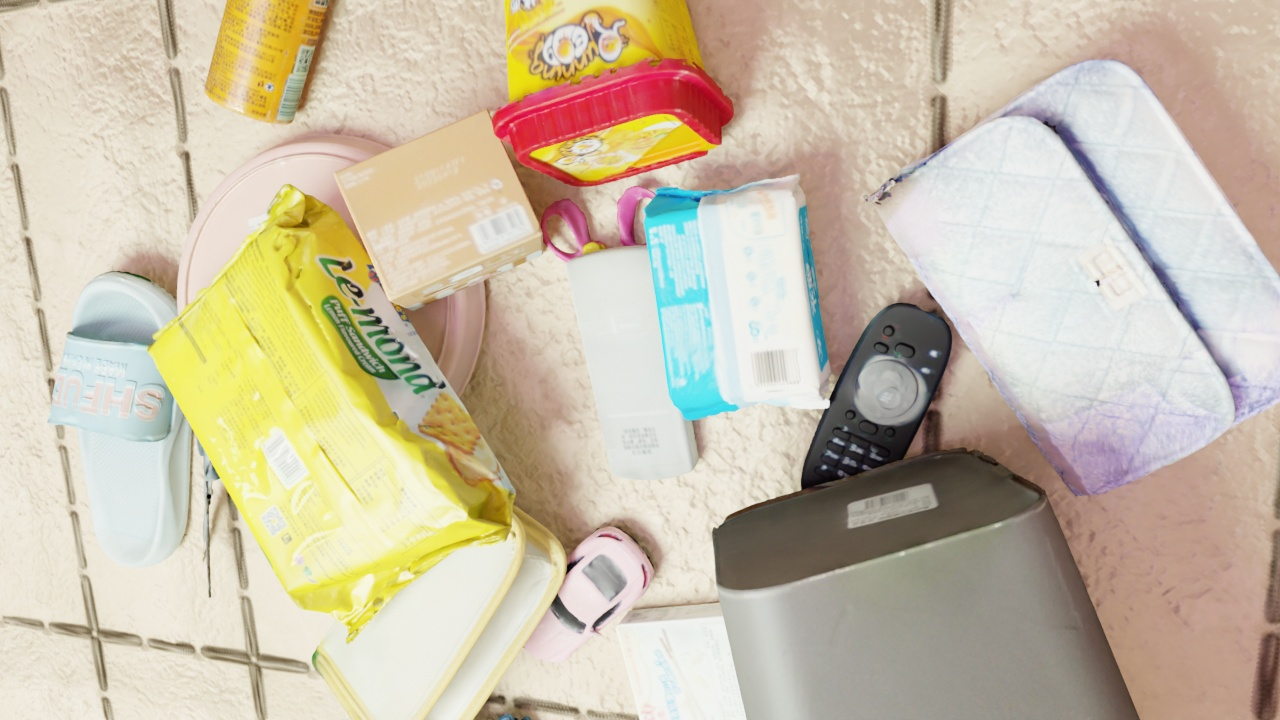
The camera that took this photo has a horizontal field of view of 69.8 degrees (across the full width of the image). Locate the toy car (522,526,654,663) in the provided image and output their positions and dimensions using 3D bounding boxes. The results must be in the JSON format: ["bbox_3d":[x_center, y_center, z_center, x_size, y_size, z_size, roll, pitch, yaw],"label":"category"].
[{"bbox_3d":[-0.042,0.161,0.620,0.056,0.037,0.123,48,113,7],"label":"toy car"}]

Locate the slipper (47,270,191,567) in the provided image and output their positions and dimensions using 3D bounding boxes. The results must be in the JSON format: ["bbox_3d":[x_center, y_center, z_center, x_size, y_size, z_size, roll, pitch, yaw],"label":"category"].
[{"bbox_3d":[-0.406,0.051,0.708,0.104,0.074,0.246,11,106,18],"label":"slipper"}]

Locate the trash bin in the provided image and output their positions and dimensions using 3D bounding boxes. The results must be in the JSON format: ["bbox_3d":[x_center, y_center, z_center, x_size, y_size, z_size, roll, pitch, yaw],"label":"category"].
[{"bbox_3d":[0.142,0.176,0.459,0.199,0.199,0.220,-17,93,5],"label":"trash bin"}]

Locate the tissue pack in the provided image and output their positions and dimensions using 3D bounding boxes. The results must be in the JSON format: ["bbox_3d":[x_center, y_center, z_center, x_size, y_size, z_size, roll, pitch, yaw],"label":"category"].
[{"bbox_3d":[0.056,-0.035,0.527,0.090,0.063,0.140,-6,100,19],"label":"tissue pack"}]

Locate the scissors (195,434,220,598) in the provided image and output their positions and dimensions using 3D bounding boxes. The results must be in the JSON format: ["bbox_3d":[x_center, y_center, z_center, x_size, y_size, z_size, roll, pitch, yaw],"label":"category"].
[{"bbox_3d":[-0.329,0.094,0.701,0.160,0.014,0.173,-32,66,56],"label":"scissors"}]

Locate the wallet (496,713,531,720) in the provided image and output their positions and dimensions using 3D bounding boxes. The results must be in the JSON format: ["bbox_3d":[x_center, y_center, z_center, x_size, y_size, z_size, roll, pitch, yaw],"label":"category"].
[{"bbox_3d":[-0.112,0.328,0.680,0.133,0.040,0.106,-36,92,21],"label":"wallet"}]

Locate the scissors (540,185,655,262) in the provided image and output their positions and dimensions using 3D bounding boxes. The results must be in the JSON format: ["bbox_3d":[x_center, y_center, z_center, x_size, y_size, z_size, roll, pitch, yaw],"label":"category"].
[{"bbox_3d":[-0.007,-0.047,0.575,0.105,0.017,0.136,-26,96,21],"label":"scissors"}]

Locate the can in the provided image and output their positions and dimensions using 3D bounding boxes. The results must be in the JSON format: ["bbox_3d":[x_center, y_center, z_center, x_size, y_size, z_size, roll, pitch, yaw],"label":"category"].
[{"bbox_3d":[-0.235,-0.231,0.595,0.058,0.058,0.146,29,109,12],"label":"can"}]

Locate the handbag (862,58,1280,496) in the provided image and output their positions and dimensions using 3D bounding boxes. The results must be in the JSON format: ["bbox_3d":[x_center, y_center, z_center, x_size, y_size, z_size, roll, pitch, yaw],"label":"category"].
[{"bbox_3d":[0.223,-0.044,0.459,0.134,0.075,0.194,-36,87,23],"label":"handbag"}]

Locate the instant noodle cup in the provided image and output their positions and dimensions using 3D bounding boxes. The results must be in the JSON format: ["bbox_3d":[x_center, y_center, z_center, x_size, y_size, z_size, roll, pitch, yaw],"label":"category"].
[{"bbox_3d":[-0.020,-0.174,0.507,0.116,0.116,0.123,-11,86,21],"label":"instant noodle cup"}]

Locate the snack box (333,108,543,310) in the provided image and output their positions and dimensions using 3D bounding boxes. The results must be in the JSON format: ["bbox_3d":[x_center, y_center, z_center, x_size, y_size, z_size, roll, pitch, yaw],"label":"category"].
[{"bbox_3d":[-0.115,-0.085,0.544,0.092,0.094,0.077,-24,92,-6],"label":"snack box"}]

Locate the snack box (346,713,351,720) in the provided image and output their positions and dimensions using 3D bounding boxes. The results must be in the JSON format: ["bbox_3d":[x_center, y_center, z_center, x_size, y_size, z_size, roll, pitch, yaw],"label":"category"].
[{"bbox_3d":[-0.164,0.276,0.643,0.074,0.051,0.174,-4,73,21],"label":"snack box"}]

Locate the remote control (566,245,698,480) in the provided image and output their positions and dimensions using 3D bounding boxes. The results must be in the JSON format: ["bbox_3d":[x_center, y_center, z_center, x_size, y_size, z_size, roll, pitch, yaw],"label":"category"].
[{"bbox_3d":[-0.003,0.003,0.572,0.058,0.021,0.150,-5,107,20],"label":"remote control"}]

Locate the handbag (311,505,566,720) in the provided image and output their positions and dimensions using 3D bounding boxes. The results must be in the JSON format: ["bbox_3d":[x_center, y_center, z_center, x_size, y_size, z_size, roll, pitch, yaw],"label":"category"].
[{"bbox_3d":[-0.152,0.152,0.623,0.179,0.063,0.163,29,83,39],"label":"handbag"}]

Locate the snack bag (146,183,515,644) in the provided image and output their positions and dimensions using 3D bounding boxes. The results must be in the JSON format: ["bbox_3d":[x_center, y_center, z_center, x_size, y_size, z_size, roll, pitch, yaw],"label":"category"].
[{"bbox_3d":[-0.197,0.039,0.563,0.158,0.068,0.246,-35,85,24],"label":"snack bag"}]

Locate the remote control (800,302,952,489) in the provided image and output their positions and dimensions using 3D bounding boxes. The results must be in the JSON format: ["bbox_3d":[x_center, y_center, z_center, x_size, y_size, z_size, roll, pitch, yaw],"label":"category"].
[{"bbox_3d":[0.135,0.030,0.533,0.053,0.024,0.137,25,109,11],"label":"remote control"}]

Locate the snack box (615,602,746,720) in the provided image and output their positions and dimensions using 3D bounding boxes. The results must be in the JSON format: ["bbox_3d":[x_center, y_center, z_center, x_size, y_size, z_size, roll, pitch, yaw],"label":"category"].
[{"bbox_3d":[0.068,0.199,0.592,0.157,0.026,0.085,-11,98,22],"label":"snack box"}]

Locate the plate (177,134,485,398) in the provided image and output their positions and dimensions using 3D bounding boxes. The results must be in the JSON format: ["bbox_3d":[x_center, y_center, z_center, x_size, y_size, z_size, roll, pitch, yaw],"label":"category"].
[{"bbox_3d":[-0.218,-0.039,0.625,0.230,0.028,0.229,1,95,13],"label":"plate"}]
